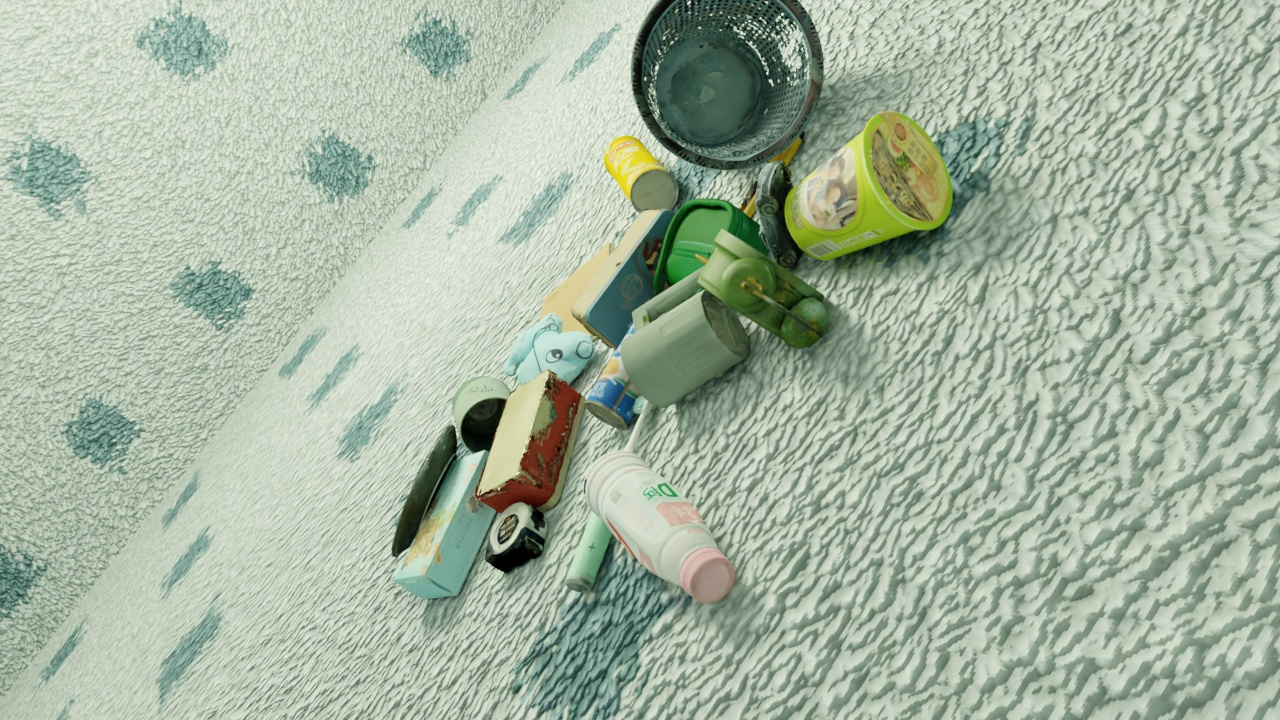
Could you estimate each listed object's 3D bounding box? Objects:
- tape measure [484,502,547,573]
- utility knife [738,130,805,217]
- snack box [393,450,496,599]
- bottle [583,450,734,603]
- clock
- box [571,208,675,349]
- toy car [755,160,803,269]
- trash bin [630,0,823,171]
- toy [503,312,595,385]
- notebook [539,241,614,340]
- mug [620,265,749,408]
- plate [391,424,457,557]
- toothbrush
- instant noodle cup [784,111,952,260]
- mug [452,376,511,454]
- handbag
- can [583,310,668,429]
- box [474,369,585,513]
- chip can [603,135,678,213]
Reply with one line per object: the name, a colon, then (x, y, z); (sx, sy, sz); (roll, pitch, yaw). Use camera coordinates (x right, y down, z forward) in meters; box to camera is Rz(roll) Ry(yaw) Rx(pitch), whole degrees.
tape measure: (-0.131, 0.186, 0.979); (0.066, 0.033, 0.065); (-30, 34, 31)
utility knife: (0.136, -0.195, 1.095); (0.214, 0.015, 0.033); (-57, 25, -13)
snack box: (-0.218, 0.193, 1.084); (0.074, 0.051, 0.174); (-21, 38, 46)
bottle: (0.014, 0.141, 0.782); (0.068, 0.068, 0.197); (-50, 29, -3)
clock: (0.114, -0.064, 0.847); (0.056, 0.116, 0.161); (-57, 21, 9)
box: (-0.005, -0.090, 1.093); (0.184, 0.090, 0.061); (-57, 28, -11)
toy car: (0.138, -0.143, 0.913); (0.037, 0.121, 0.054); (9, 57, 29)
trash bin: (0.099, -0.352, 1.157); (0.227, 0.226, 0.195); (-46, 8, 6)
toy: (-0.120, -0.003, 1.187); (0.162, 0.050, 0.156); (-28, 43, 27)
notebook: (-0.098, -0.067, 1.293); (0.150, 0.012, 0.211); (-36, 29, 27)
mug: (0.042, -0.028, 0.928); (0.104, 0.083, 0.123); (-32, 48, 28)
plate: (-0.264, 0.166, 1.157); (0.179, 0.024, 0.179); (89, -158, -90)
toothbrush: (-0.024, 0.123, 0.905); (0.027, 0.026, 0.223); (6, 53, 22)
instant noodle cup: (0.201, -0.150, 0.845); (0.124, 0.111, 0.111); (-25, 34, 53)
mug: (-0.184, 0.065, 1.181); (0.111, 0.082, 0.106); (-18, 19, -12)
handbag: (0.073, -0.115, 1.020); (0.120, 0.068, 0.131); (-60, 31, -7)
can: (-0.006, 0.006, 1.004); (0.053, 0.053, 0.134); (-1, 53, 57)
box: (-0.129, 0.092, 1.054); (0.092, 0.077, 0.168); (-30, 32, 35)
chip can: (-0.001, -0.274, 1.354); (0.072, 0.072, 0.213); (-44, 27, 10)
